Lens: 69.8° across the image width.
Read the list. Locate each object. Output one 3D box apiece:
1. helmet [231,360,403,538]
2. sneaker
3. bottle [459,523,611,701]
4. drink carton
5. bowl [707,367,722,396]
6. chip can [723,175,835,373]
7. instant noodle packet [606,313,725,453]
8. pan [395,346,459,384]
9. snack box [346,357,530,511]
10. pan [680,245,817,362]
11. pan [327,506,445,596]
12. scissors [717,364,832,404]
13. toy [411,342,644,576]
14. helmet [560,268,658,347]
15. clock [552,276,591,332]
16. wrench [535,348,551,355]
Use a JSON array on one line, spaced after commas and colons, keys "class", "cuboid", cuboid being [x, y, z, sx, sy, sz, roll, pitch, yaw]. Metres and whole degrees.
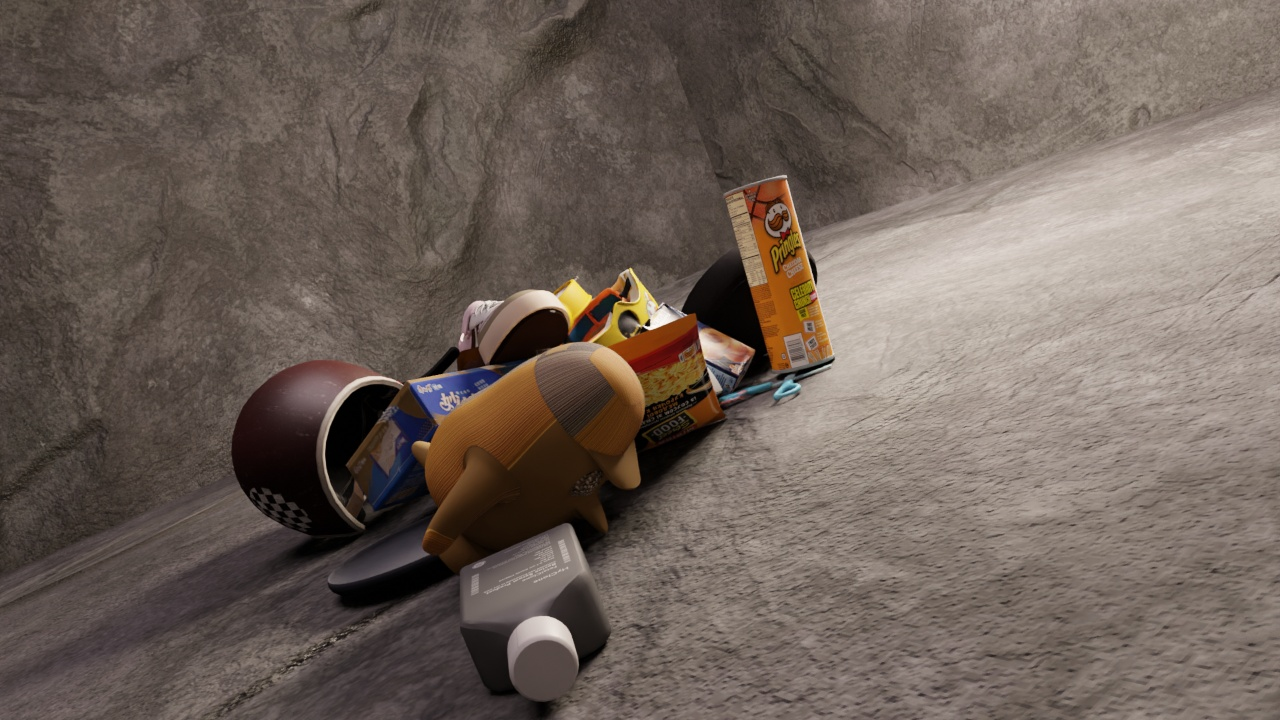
[{"class": "helmet", "cuboid": [-0.380, 0.108, 1.172, 0.254, 0.234, 0.232, 0, 54, 29]}, {"class": "sneaker", "cuboid": [-0.175, -0.044, 1.158, 0.111, 0.116, 0.295, -22, -10, -24]}, {"class": "bottle", "cuboid": [-0.064, 0.154, 0.556, 0.083, 0.046, 0.174, -23, 7, -8]}, {"class": "drink carton", "cuboid": [0.063, -0.013, 1.083, 0.064, 0.130, 0.040, -51, -15, -48]}, {"class": "bowl", "cuboid": [0.029, 0.033, 1.023, 0.113, 0.063, 0.113, -26, -5, -3]}, {"class": "chip can", "cuboid": [0.160, -0.098, 1.060, 0.075, 0.215, 0.075, -16, 4, 1]}, {"class": "instant noodle packet", "cuboid": [-0.006, 0.039, 0.883, 0.160, 0.032, 0.221, -21, -30, 2]}, {"class": "pan", "cuboid": [-0.352, 0.062, 1.311, 0.357, 0.209, 0.067, -39, 31, 34]}, {"class": "snack box", "cuboid": [-0.214, 0.082, 1.066, 0.155, 0.069, 0.202, -49, -20, 29]}, {"class": "pan", "cuboid": [0.084, -0.022, 1.182, 0.356, 0.044, 0.204, -40, -34, 2]}, {"class": "pan", "cuboid": [-0.211, 0.171, 0.961, 0.198, 0.021, 0.356, -22, 6, -5]}, {"class": "scissors", "cuboid": [0.148, 0.029, 1.007, 0.135, 0.015, 0.135, -23, 6, 5]}, {"class": "toy", "cuboid": [-0.076, 0.073, 0.748, 0.204, 0.162, 0.198, -42, -1, 22]}, {"class": "helmet", "cuboid": [-0.049, 0.001, 1.305, 0.210, 0.139, 0.239, -32, 20, 40]}, {"class": "clock", "cuboid": [-0.128, -0.059, 1.302, 0.114, 0.052, 0.151, -36, 15, 31]}, {"class": "wrench", "cuboid": [-0.007, 0.007, 1.116, 0.273, 0.010, 0.070, 2, -36, -21]}]
